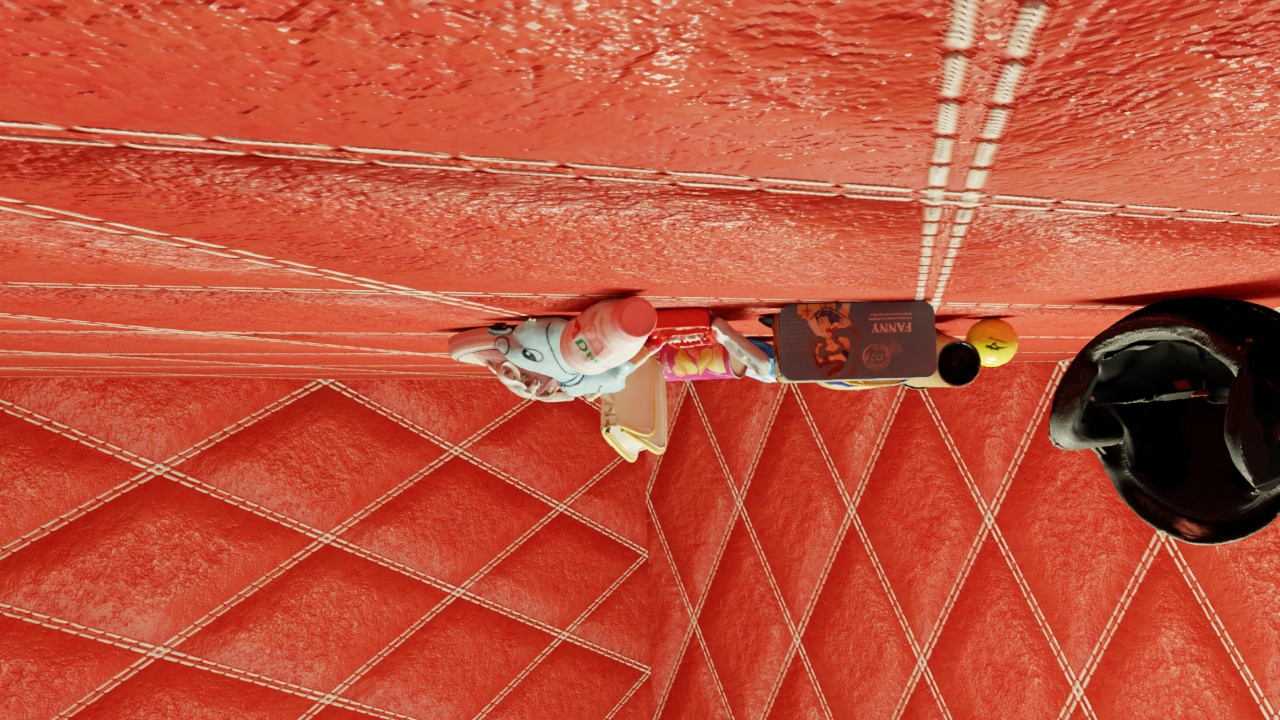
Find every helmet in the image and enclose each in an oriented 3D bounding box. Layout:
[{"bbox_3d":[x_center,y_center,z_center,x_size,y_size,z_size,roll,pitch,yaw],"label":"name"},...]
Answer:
[{"bbox_3d":[0.618,0.059,1.019,0.229,0.275,0.234,-29,-159,-24],"label":"helmet"}]

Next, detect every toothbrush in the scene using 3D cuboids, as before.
[{"bbox_3d":[-0.007,0.007,1.257,0.189,0.020,0.029,-34,-179,-37],"label":"toothbrush"},{"bbox_3d":[-0.097,-0.042,1.121,0.189,0.014,0.018,-2,165,9],"label":"toothbrush"}]

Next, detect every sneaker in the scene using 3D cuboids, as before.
[{"bbox_3d":[-0.141,0.007,1.195,0.241,0.087,0.118,3,173,15],"label":"sneaker"}]

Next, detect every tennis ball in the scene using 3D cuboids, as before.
[{"bbox_3d":[0.465,-0.024,1.216,0.065,0.065,0.065,-1,177,0],"label":"tennis ball"}]

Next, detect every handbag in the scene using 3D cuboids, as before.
[{"bbox_3d":[-0.025,0.037,1.292,0.063,0.163,0.178,-19,141,24],"label":"handbag"}]

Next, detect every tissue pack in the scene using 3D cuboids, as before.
[{"bbox_3d":[0.199,0.002,1.523,0.095,0.052,0.157,19,175,-5],"label":"tissue pack"}]

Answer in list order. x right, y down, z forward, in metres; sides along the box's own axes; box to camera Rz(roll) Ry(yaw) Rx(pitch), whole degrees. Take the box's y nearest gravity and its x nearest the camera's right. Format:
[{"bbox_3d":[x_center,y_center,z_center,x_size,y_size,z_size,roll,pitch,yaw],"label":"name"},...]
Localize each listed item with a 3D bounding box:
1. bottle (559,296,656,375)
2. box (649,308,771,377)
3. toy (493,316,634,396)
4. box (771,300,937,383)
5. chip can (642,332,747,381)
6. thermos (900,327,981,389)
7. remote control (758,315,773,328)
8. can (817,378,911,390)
[{"bbox_3d":[-0.031,-0.027,0.933,0.068,0.068,0.197,-1,174,-18],"label":"bottle"},{"bbox_3d":[0.086,-0.024,1.089,0.160,0.063,0.201,18,179,8],"label":"box"},{"bbox_3d":[-0.090,-0.005,1.097,0.161,0.049,0.156,-2,140,8],"label":"toy"},{"bbox_3d":[0.238,-0.019,1.007,0.184,0.089,0.063,-4,176,2],"label":"box"},{"bbox_3d":[0.058,-0.003,1.404,0.211,0.071,0.071,-4,176,33],"label":"chip can"},{"bbox_3d":[0.395,-0.002,1.233,0.093,0.093,0.143,-1,-176,-6],"label":"thermos"},{"bbox_3d":[0.208,-0.044,1.094,0.137,0.024,0.053,-3,178,24],"label":"remote control"},{"bbox_3d":[0.288,0.000,1.180,0.148,0.074,0.049,-1,175,-25],"label":"can"}]
